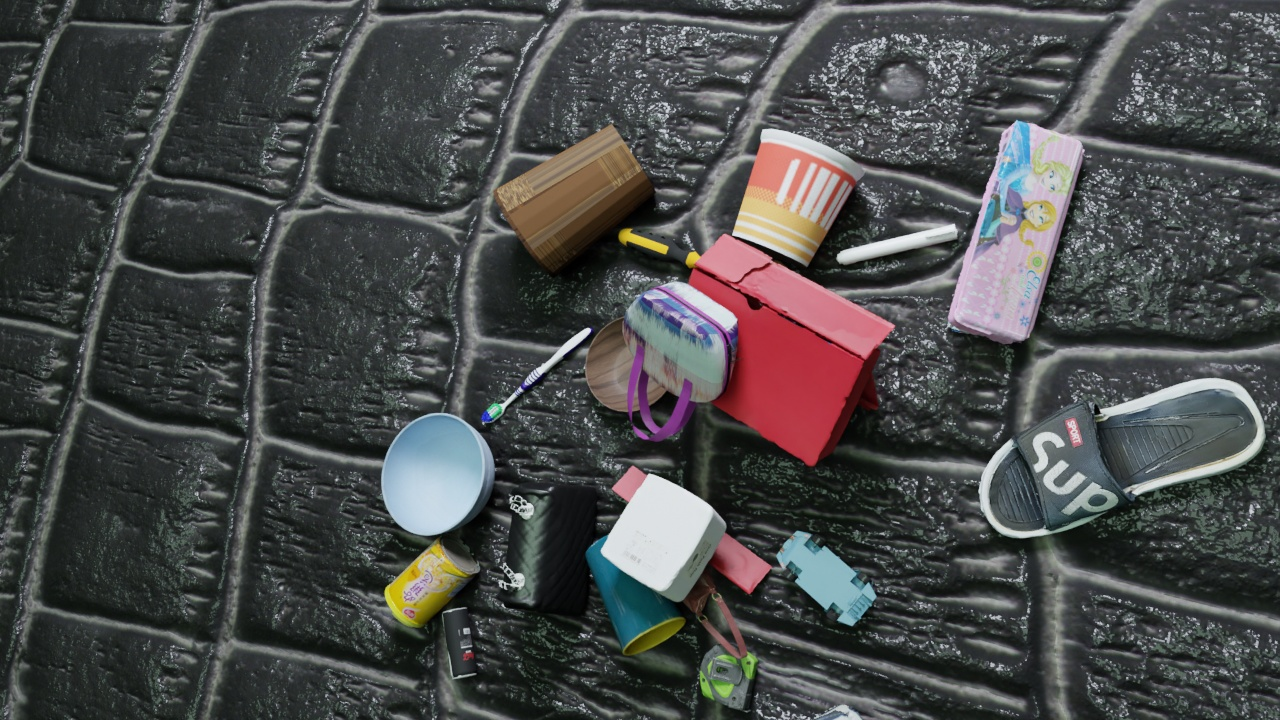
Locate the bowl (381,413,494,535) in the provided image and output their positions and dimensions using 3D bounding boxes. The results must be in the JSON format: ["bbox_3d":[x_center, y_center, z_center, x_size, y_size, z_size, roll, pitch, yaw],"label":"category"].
[{"bbox_3d":[-0.242,0.147,1.156,0.151,0.074,0.150,-6,75,21],"label":"bowl"}]

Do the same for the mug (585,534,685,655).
[{"bbox_3d":[-0.011,0.258,1.034,0.078,0.078,0.121,-36,62,11],"label":"mug"}]

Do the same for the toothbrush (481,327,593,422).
[{"bbox_3d":[-0.132,0.019,1.173,0.187,0.016,0.015,-41,66,10],"label":"toothbrush"}]

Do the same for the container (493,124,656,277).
[{"bbox_3d":[-0.077,-0.205,1.148,0.167,0.132,0.132,-33,67,6],"label":"container"}]

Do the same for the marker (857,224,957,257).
[{"bbox_3d":[0.287,-0.129,1.030,0.134,0.020,0.017,-12,77,20],"label":"marker"}]

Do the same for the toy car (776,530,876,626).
[{"bbox_3d":[0.198,0.230,0.976,0.108,0.027,0.060,40,94,26],"label":"toy car"}]

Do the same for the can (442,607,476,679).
[{"bbox_3d":[-0.221,0.346,1.122,0.032,0.031,0.080,-19,71,18],"label":"can"}]

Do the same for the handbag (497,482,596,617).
[{"bbox_3d":[-0.125,0.213,1.062,0.115,0.125,0.153,5,80,24],"label":"handbag"}]

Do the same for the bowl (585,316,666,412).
[{"bbox_3d":[-0.006,0.007,1.114,0.119,0.032,0.119,-6,75,22],"label":"bowl"}]

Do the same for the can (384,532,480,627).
[{"bbox_3d":[-0.258,0.273,1.136,0.105,0.067,0.067,-44,65,7],"label":"can"}]

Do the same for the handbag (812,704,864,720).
[{"bbox_3d":[0.165,0.447,0.912,0.176,0.074,0.151,-31,68,14],"label":"handbag"}]

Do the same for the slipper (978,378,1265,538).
[{"bbox_3d":[0.456,0.090,0.885,0.264,0.063,0.111,-20,70,15],"label":"slipper"}]

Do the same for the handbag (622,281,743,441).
[{"bbox_3d":[0.030,0.013,0.967,0.144,0.067,0.170,36,127,26],"label":"handbag"}]

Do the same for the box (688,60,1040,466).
[{"bbox_3d":[0.207,-0.116,0.961,0.213,0.128,0.425,32,89,27],"label":"box"}]

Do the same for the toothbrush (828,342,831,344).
[{"bbox_3d":[0.187,-0.062,1.061,0.021,0.017,0.135,-32,65,9],"label":"toothbrush"}]

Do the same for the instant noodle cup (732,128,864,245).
[{"bbox_3d":[0.171,-0.180,1.043,0.123,0.123,0.121,26,95,26],"label":"instant noodle cup"}]

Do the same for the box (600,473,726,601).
[{"bbox_3d":[0.033,0.200,0.999,0.102,0.102,0.107,24,73,36],"label":"box"}]

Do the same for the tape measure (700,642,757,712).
[{"bbox_3d":[0.093,0.338,0.989,0.059,0.036,0.065,6,80,25],"label":"tape measure"}]

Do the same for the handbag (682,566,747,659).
[{"bbox_3d":[0.079,0.273,0.996,0.119,0.029,0.055,51,131,36],"label":"handbag"}]

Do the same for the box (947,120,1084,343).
[{"bbox_3d":[0.395,-0.132,0.978,0.084,0.063,0.230,19,84,0],"label":"box"}]

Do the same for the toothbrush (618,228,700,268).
[{"bbox_3d":[0.058,-0.125,1.122,0.197,0.031,0.031,22,95,22],"label":"toothbrush"}]
